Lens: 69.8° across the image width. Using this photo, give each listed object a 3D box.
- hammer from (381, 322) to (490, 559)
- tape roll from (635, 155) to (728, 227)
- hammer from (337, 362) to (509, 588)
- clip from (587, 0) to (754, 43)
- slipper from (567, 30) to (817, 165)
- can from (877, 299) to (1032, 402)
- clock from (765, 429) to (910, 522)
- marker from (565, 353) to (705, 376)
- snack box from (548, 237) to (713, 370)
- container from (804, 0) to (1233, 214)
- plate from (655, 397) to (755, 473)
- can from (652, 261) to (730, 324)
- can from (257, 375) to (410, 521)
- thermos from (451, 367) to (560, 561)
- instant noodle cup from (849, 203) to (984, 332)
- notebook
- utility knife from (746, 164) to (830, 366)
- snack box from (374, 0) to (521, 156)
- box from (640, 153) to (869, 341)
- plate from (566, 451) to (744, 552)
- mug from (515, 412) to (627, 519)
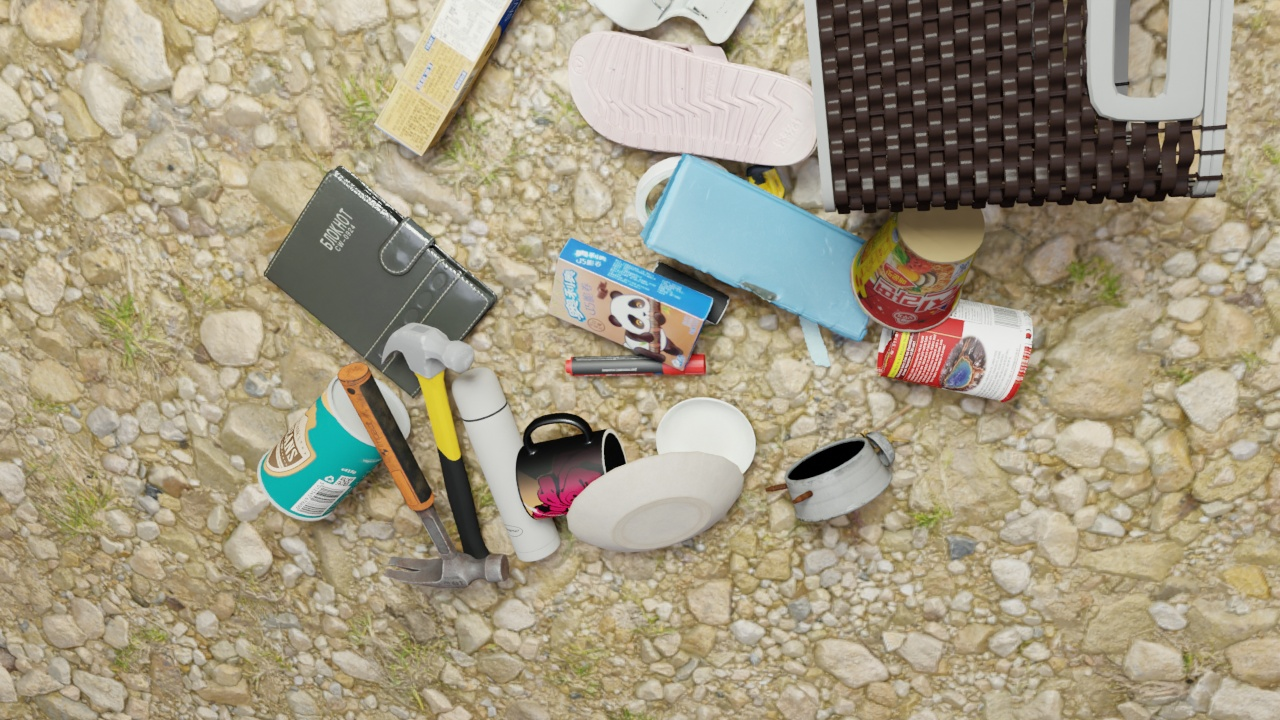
[{"bbox_3d":[-0.206,0.100,0.991,0.127,0.029,0.324,22,133,32],"label":"hammer"},{"bbox_3d":[0.043,-0.148,0.854,0.094,0.018,0.094,1,140,1],"label":"tape roll"},{"bbox_3d":[-0.250,0.131,0.960,0.138,0.034,0.315,-7,128,12],"label":"hammer"},{"bbox_3d":[0.025,-0.328,0.768,0.152,0.098,0.127,41,117,3],"label":"clip"},{"bbox_3d":[0.049,-0.230,0.814,0.239,0.064,0.094,18,119,18],"label":"slipper"},{"bbox_3d":[0.288,-0.015,0.848,0.116,0.086,0.087,12,115,6],"label":"can"},{"bbox_3d":[0.207,0.113,0.920,0.147,0.104,0.056,-29,96,-10],"label":"clock"},{"bbox_3d":[-0.006,0.006,0.950,0.145,0.021,0.023,-1,143,11],"label":"marker"},{"bbox_3d":[-0.012,-0.053,0.895,0.151,0.034,0.087,23,143,3],"label":"snack box"},{"bbox_3d":[0.253,-0.248,0.670,0.244,0.245,0.247,-4,112,16],"label":"container"},{"bbox_3d":[0.070,0.082,0.966,0.104,0.026,0.104,4,113,10],"label":"plate"},{"bbox_3d":[0.046,-0.067,0.902,0.080,0.031,0.032,27,115,-1],"label":"can"},{"bbox_3d":[-0.337,0.095,1.009,0.099,0.099,0.144,44,114,-9],"label":"can"},{"bbox_3d":[-0.147,0.114,1.007,0.052,0.052,0.224,-12,110,16],"label":"thermos"},{"bbox_3d":[0.235,-0.088,0.768,0.100,0.112,0.100,-1,73,2],"label":"instant noodle cup"},{"bbox_3d":[-0.274,-0.079,0.962,0.209,0.029,0.170,39,117,-10],"label":"notebook"},{"bbox_3d":[0.147,-0.089,0.885,0.031,0.019,0.217,-13,114,25],"label":"utility knife"},{"bbox_3d":[-0.166,-0.289,0.835,0.056,0.057,0.207,34,115,-9],"label":"snack box"},{"bbox_3d":[0.118,-0.102,0.841,0.231,0.054,0.093,21,97,-17],"label":"box"},{"bbox_3d":[0.019,0.158,0.950,0.188,0.027,0.189,-10,143,-8],"label":"plate"},{"bbox_3d":[-0.077,0.107,0.971,0.098,0.081,0.118,-12,119,16],"label":"mug"}]
